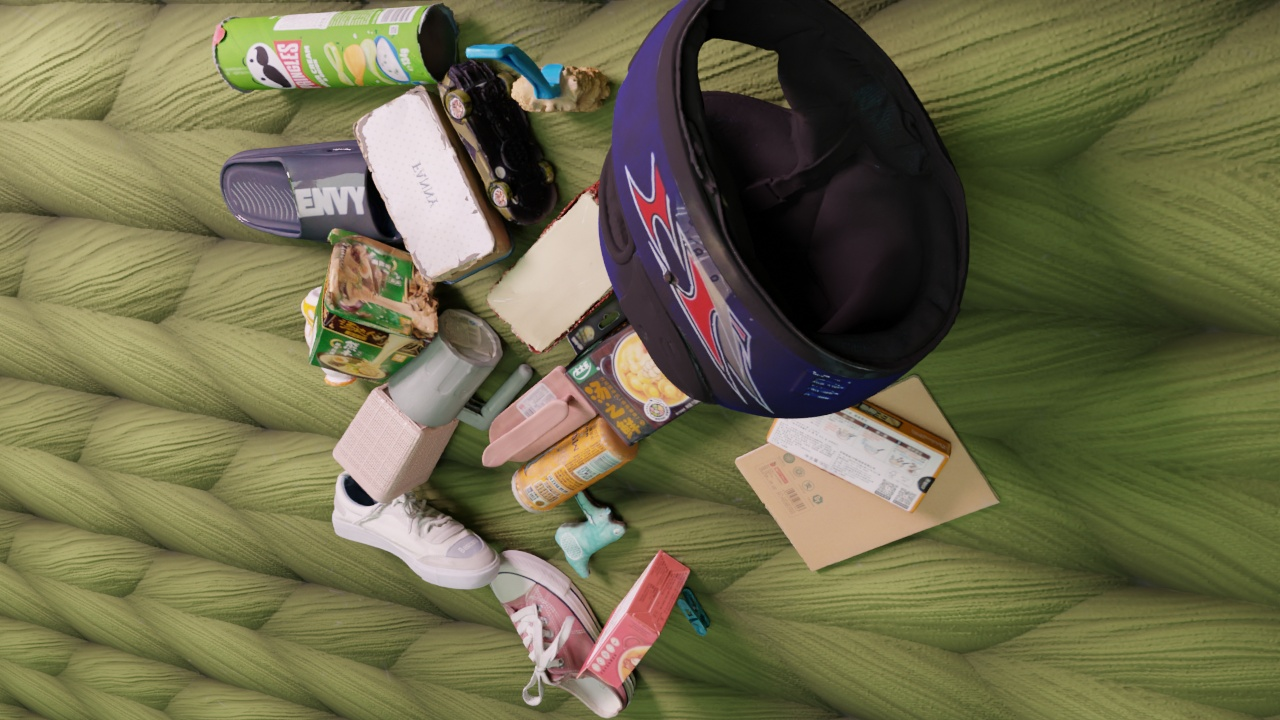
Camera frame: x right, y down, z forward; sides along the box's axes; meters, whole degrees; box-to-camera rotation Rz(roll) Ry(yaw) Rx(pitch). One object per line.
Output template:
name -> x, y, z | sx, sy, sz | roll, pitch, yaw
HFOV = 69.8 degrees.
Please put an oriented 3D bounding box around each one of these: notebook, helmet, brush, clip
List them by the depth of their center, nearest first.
helmet -> 0.081, -0.106, 0.696 | 0.315, 0.246, 0.241 | 55, 157, -16
brush -> -0.082, -0.222, 0.713 | 0.083, 0.254, 0.046 | 4, 99, 8
notebook -> 0.213, 0.116, 0.889 | 0.208, 0.008, 0.148 | -30, 100, 31
brush -> -0.111, 0.065, 0.963 | 0.146, 0.072, 0.063 | -35, 98, 34
clip -> 0.060, 0.282, 1.029 | 0.014, 0.043, 0.056 | -22, 108, 31

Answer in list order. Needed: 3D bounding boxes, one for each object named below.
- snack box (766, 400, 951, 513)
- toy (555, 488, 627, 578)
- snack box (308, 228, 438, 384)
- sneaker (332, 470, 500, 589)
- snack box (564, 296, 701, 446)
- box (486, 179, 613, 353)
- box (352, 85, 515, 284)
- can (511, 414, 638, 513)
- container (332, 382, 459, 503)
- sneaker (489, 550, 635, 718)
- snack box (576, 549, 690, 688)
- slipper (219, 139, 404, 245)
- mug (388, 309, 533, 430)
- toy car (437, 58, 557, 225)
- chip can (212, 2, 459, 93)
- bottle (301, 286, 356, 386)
snack box -> 0.201, 0.076, 0.853 | 0.154, 0.026, 0.075 | 27, 122, 10
toy -> -0.058, 0.189, 1.029 | 0.092, 0.030, 0.096 | -33, 92, 27
snack box -> -0.280, -0.044, 0.927 | 0.117, 0.118, 0.106 | 20, 130, -30
sneaker -> -0.264, 0.188, 1.081 | 0.242, 0.089, 0.091 | 16, 114, 25
snack box -> -0.005, 0.005, 0.906 | 0.113, 0.053, 0.125 | -35, 103, 32
box -> -0.067, -0.087, 0.865 | 0.091, 0.080, 0.169 | 46, 122, -4
box -> -0.189, -0.155, 0.857 | 0.090, 0.059, 0.184 | -22, 94, 12
can -> -0.070, 0.109, 0.976 | 0.146, 0.058, 0.058 | -34, 98, 32
container -> -0.268, 0.081, 1.024 | 0.090, 0.090, 0.111 | 43, 120, 11
sneaker -> -0.101, 0.333, 1.080 | 0.119, 0.087, 0.241 | -35, 95, 32
snack box -> -0.006, 0.289, 1.004 | 0.044, 0.113, 0.127 | 33, 123, 3
slipper -> -0.340, -0.163, 0.943 | 0.268, 0.083, 0.111 | 5, 118, 22
mug -> -0.189, 0.016, 0.976 | 0.124, 0.083, 0.104 | 28, 125, -24
toy car -> -0.130, -0.198, 0.842 | 0.042, 0.070, 0.158 | -9, 110, 46
chip can -> -0.286, -0.292, 0.861 | 0.236, 0.072, 0.072 | 4, 116, 20
bottle -> -0.338, -0.026, 1.018 | 0.063, 0.063, 0.108 | 11, 118, 18
